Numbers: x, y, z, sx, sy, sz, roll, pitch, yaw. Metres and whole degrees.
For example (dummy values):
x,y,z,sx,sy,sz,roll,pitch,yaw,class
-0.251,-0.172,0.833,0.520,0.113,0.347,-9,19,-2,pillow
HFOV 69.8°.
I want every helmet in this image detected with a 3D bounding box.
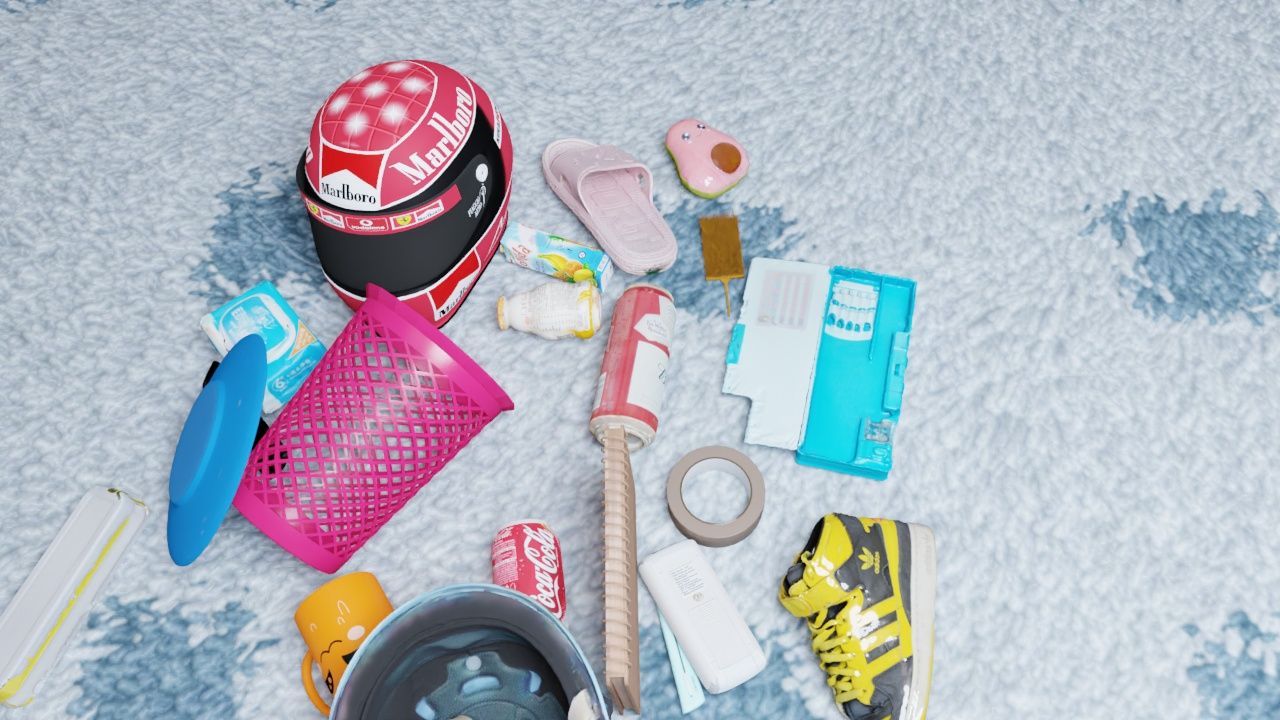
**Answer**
x,y,z,sx,sy,sz,roll,pitch,yaw,class
-0.127,0.314,0.714,0.225,0.167,0.265,-9,66,-2,helmet
-0.247,-0.190,0.968,0.198,0.225,0.270,13,61,16,helmet

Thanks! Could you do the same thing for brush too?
x,y,z,sx,sy,sz,roll,pitch,yaw,class
0.093,-0.110,1.020,0.048,0.017,0.126,-4,61,2,brush

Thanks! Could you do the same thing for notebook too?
x,y,z,sx,sy,sz,roll,pitch,yaw,class
-0.015,0.179,0.781,0.022,0.169,0.210,-3,61,2,notebook

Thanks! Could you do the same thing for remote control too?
x,y,z,sx,sy,sz,roll,pitch,yaw,class
-0.412,0.060,0.954,0.152,0.020,0.041,43,113,23,remote control
0.055,0.227,0.825,0.060,0.026,0.138,-19,59,-26,remote control

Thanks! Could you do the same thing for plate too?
x,y,z,sx,sy,sz,roll,pitch,yaw,class
-0.408,0.078,0.859,0.024,0.225,0.224,22,54,-35,plate

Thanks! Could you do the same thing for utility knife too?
x,y,z,sx,sy,sz,roll,pitch,yaw,class
0.032,0.255,0.826,0.022,0.015,0.120,-13,58,-7,utility knife

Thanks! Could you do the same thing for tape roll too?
x,y,z,sx,sy,sz,roll,pitch,yaw,class
0.072,0.130,0.881,0.094,0.030,0.093,-2,61,3,tape roll

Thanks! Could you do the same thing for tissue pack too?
x,y,z,sx,sy,sz,roll,pitch,yaw,class
-0.401,-0.019,0.978,0.092,0.062,0.144,-40,66,-16,tissue pack

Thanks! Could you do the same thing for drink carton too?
x,y,z,sx,sy,sz,roll,pitch,yaw,class
-0.094,-0.116,1.022,0.129,0.044,0.038,19,64,12,drink carton

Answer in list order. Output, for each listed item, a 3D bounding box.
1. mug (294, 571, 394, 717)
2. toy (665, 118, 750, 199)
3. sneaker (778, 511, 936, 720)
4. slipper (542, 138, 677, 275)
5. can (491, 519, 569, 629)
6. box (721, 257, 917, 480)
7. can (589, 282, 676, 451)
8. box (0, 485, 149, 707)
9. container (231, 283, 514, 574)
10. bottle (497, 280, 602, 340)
x,y,z,sx,sy,sz,roll,pitch,yaw,class
-0.261,0.261,0.815,0.113,0.077,0.096,-46,64,14,mug
0.072,-0.239,1.073,0.090,0.051,0.110,-36,64,-17,toy
0.177,0.238,0.782,0.122,0.086,0.238,14,59,4,sneaker
-0.032,-0.192,1.027,0.094,0.065,0.239,-18,52,-22,slipper
-0.101,0.203,0.834,0.064,0.064,0.104,-9,61,-1,can
0.180,-0.001,0.943,0.182,0.039,0.226,11,62,11,box
-0.006,0.005,0.935,0.067,0.067,0.169,7,61,7,can
-0.553,0.221,0.877,0.066,0.045,0.209,10,62,24,box
-0.262,0.072,0.865,0.183,0.183,0.225,34,76,20,container
-0.096,-0.052,0.976,0.109,0.063,0.063,-2,61,3,bottle
